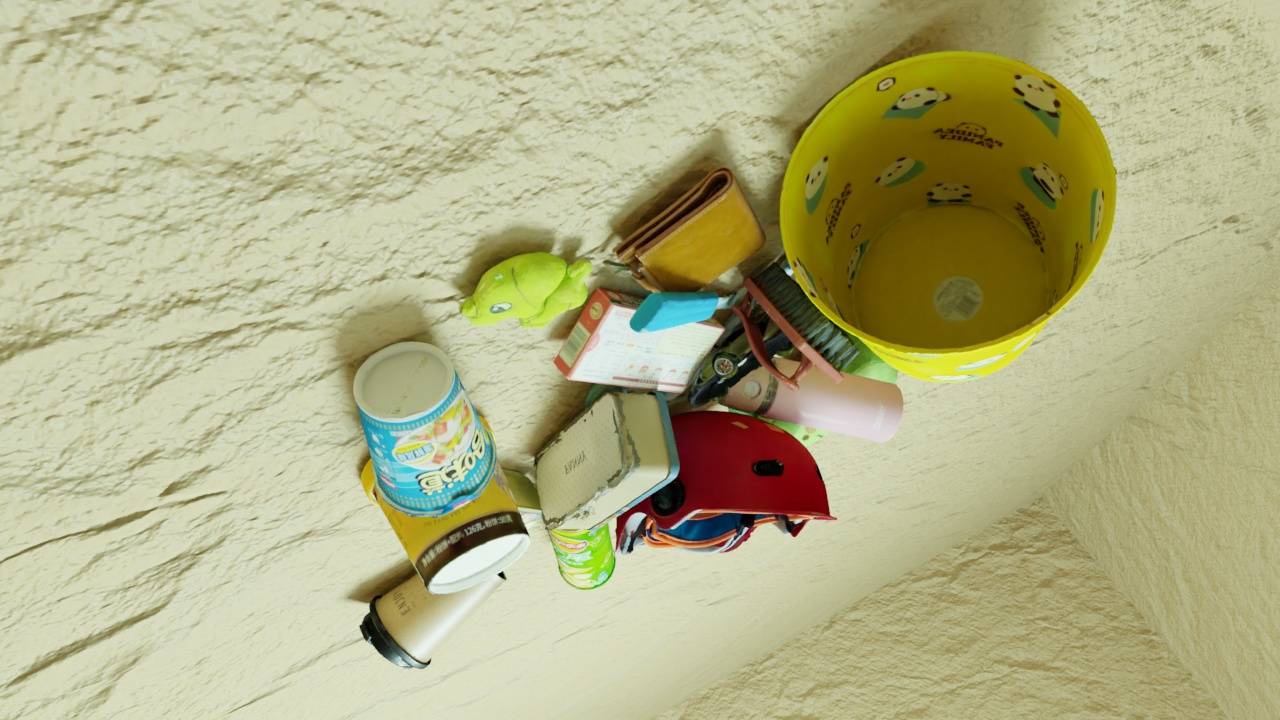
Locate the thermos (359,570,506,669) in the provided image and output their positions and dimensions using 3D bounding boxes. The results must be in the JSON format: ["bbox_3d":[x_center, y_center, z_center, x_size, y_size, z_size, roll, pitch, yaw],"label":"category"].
[{"bbox_3d":[-0.217,0.257,0.977,0.143,0.093,0.093,-40,154,-4],"label":"thermos"}]

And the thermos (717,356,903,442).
[{"bbox_3d":[0.175,0.026,0.961,0.198,0.067,0.087,14,101,-13],"label":"thermos"}]

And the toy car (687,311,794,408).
[{"bbox_3d":[0.104,-0.009,0.882,0.158,0.042,0.070,-35,162,-19],"label":"toy car"}]

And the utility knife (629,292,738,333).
[{"bbox_3d":[0.047,-0.045,0.783,0.034,0.018,0.217,-58,162,18],"label":"utility knife"}]

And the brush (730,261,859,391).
[{"bbox_3d":[0.124,-0.032,0.804,0.069,0.145,0.063,-45,124,11],"label":"brush"}]

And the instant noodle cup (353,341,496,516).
[{"bbox_3d":[-0.162,0.046,0.678,0.099,0.099,0.110,-25,144,-17],"label":"instant noodle cup"}]

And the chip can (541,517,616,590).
[{"bbox_3d":[-0.067,0.196,1.031,0.072,0.072,0.222,-27,153,-13],"label":"chip can"}]

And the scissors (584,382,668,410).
[{"bbox_3d":[0.000,0.000,0.856,0.143,0.019,0.180,-27,151,-10],"label":"scissors"}]

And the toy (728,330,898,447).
[{"bbox_3d":[0.228,0.029,1.077,0.247,0.090,0.227,-41,143,7],"label":"toy"}]

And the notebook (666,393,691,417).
[{"bbox_3d":[-0.022,0.119,1.042,0.147,0.008,0.208,-19,150,-26],"label":"notebook"}]

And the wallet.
[{"bbox_3d":[0.038,-0.087,0.727,0.119,0.035,0.130,-32,160,9],"label":"wallet"}]

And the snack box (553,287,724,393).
[{"bbox_3d":[0.003,-0.014,0.799,0.155,0.027,0.077,9,120,-49],"label":"snack box"}]

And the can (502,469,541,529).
[{"bbox_3d":[-0.151,0.152,0.900,0.083,0.057,0.102,-42,153,12],"label":"can"}]

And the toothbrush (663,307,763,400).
[{"bbox_3d":[0.087,-0.019,0.923,0.180,0.016,0.016,-44,158,19],"label":"toothbrush"}]

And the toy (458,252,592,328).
[{"bbox_3d":[-0.080,-0.051,0.666,0.097,0.031,0.100,-33,158,1],"label":"toy"}]

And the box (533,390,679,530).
[{"bbox_3d":[-0.034,0.094,0.853,0.061,0.089,0.185,6,152,-34],"label":"box"}]

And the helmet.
[{"bbox_3d":[0.082,0.119,0.951,0.206,0.143,0.241,11,156,-40],"label":"helmet"}]

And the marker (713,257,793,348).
[{"bbox_3d":[0.117,-0.064,0.878,0.016,0.017,0.146,3,136,-50],"label":"marker"}]

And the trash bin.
[{"bbox_3d":[0.254,-0.091,0.772,0.230,0.229,0.255,-38,159,9],"label":"trash bin"}]

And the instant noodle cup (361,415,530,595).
[{"bbox_3d":[-0.159,0.125,0.775,0.118,0.114,0.119,-26,156,-13],"label":"instant noodle cup"}]
